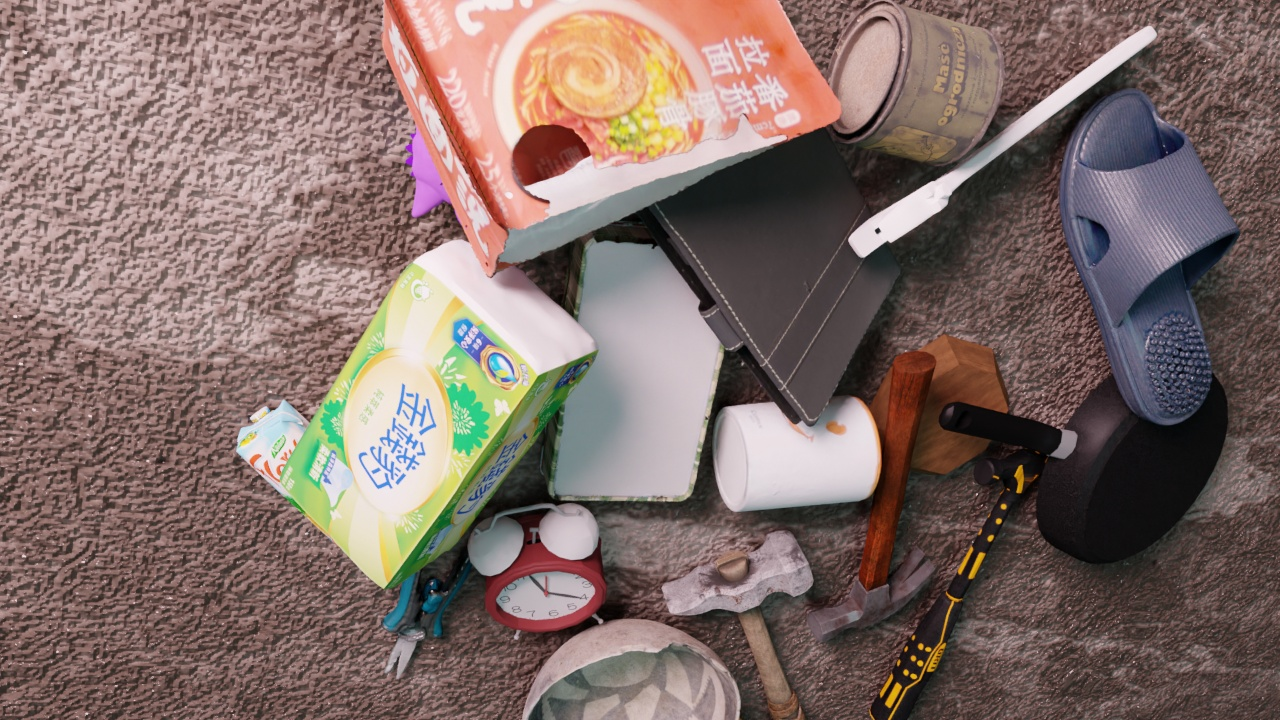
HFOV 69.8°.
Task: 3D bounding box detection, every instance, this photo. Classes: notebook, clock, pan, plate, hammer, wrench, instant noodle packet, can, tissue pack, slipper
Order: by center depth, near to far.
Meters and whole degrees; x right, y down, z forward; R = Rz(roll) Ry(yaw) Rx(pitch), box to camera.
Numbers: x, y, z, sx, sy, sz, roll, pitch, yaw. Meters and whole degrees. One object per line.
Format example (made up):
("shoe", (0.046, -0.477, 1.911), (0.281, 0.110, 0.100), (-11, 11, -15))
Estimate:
("instant noodle packet", (-0.015, -0.165, 0.511), (0.220, 0.084, 0.164), (-23, 79, -16))
("tissue pack", (-0.112, 0.027, 0.583), (0.120, 0.141, 0.198), (48, 115, 7))
("can", (0.171, -0.176, 0.587), (0.074, 0.090, 0.090), (7, 113, -21))
("notebook", (0.094, -0.079, 0.608), (0.209, 0.029, 0.169), (50, 63, -27))
("wrench", (0.253, -0.154, 0.630), (0.273, 0.066, 0.018), (-36, 93, -10))
("slipper", (0.388, -0.070, 0.679), (0.101, 0.082, 0.264), (-22, 103, -11))
("clock", (-0.074, 0.154, 0.687), (0.096, 0.048, 0.138), (-10, 134, -1))
("hammer", (0.202, 0.116, 0.750), (0.111, 0.028, 0.301), (-16, 130, -16))
("plate", (0.251, 0.044, 0.760), (0.131, 0.025, 0.131), (-7, 118, -14))
("pan", (0.378, 0.078, 0.771), (0.355, 0.044, 0.204), (12, 108, -34))
("hammer", (0.120, 0.289, 0.837), (0.121, 0.049, 0.319), (-21, 122, -1))
("hammer", (0.293, 0.219, 0.854), (0.123, 0.036, 0.321), (2, 118, -35))

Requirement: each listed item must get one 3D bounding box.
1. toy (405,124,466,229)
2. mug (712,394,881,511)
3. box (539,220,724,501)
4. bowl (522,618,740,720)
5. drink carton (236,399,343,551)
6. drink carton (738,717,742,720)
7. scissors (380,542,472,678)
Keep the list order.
("toy", (-0.097, -0.121, 0.554), (0.088, 0.056, 0.106), (0, 106, -13))
("mug", (0.117, 0.071, 0.701), (0.105, 0.082, 0.082), (-4, 117, -14))
("box", (-0.004, 0.004, 0.650), (0.117, 0.050, 0.206), (2, 115, -14))
("bowl", (-0.012, 0.275, 0.764), (0.178, 0.081, 0.179), (-4, 119, -8))
("drink carton", (-0.219, 0.084, 0.629), (0.044, 0.038, 0.129), (-34, 121, 1))
("drink carton", (0.064, 0.350, 0.850), (0.058, 0.040, 0.122), (-36, 121, 3))
("scissors", (-0.164, 0.187, 0.710), (0.144, 0.019, 0.126), (-28, 121, 0))
